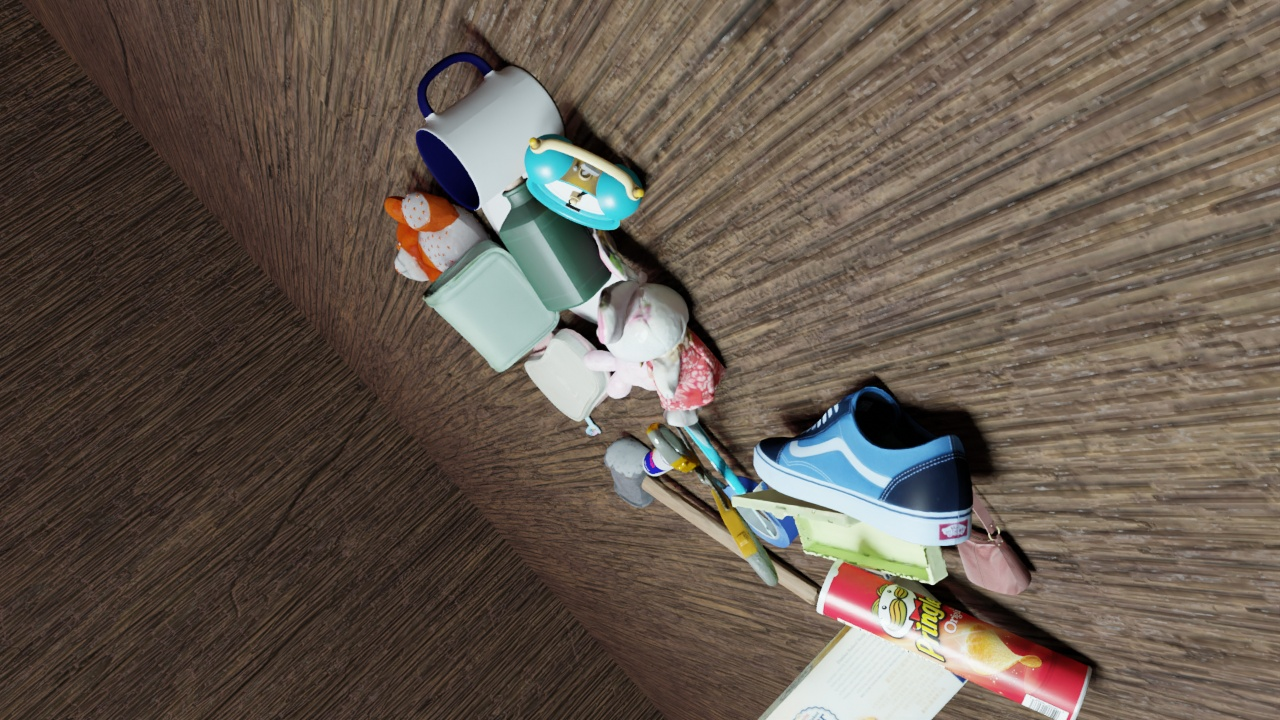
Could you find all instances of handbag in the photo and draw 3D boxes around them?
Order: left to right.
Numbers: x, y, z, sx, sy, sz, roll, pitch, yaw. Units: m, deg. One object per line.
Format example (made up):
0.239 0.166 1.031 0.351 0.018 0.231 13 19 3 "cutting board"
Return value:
-0.166 -0.064 1.032 0.122 0.106 0.067 48 179 -24 "handbag"
0.252 0.123 0.700 0.119 0.029 0.055 59 159 -16 "handbag"

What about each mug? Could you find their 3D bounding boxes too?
-0.134 -0.199 0.763 0.112 0.096 0.079 54 159 -19 "mug"

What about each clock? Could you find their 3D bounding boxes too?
-0.049 -0.143 0.748 0.099 0.043 0.130 25 168 -6 "clock"

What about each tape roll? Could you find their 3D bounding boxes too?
0.134 0.169 1.022 0.091 0.016 0.093 51 159 -12 "tape roll"

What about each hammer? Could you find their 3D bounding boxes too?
0.085 0.206 1.153 0.328 0.052 0.098 31 155 29 "hammer"

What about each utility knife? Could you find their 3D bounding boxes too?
0.096 0.123 0.982 0.162 0.015 0.022 52 163 11 "utility knife"

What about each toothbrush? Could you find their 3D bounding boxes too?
-0.092 0.048 1.248 0.022 0.016 0.155 -7 132 26 "toothbrush"

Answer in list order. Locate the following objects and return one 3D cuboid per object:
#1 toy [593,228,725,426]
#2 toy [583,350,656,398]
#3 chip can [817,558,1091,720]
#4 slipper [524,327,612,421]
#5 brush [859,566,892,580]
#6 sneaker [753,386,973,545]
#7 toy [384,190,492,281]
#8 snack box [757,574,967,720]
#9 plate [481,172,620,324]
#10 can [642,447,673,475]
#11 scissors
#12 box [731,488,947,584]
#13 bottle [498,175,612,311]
0.011 -0.020 0.822 0.194 0.084 0.158 56 -164 -35 "toy"
-0.006 0.005 0.935 0.110 0.047 0.063 -13 131 40 "toy"
0.260 0.234 0.776 0.215 0.051 0.052 20 149 25 "chip can"
-0.080 0.011 1.101 0.114 0.054 0.275 48 162 -3 "slipper"
0.232 0.206 0.904 0.151 0.012 0.039 56 158 -20 "brush"
0.169 0.064 0.717 0.241 0.083 0.098 -166 74 -67 "sneaker"
-0.247 -0.135 1.111 0.173 0.092 0.164 14 143 58 "toy"
0.210 0.303 0.845 0.104 0.208 0.057 43 178 11 "snack box"
-0.102 -0.126 0.949 0.242 0.016 0.243 40 158 19 "plate"
0.029 0.118 1.112 0.032 0.032 0.095 47 160 1 "can"
0.070 0.127 0.905 0.229 0.016 0.225 56 -173 26 "scissors"
0.177 0.141 0.822 0.127 0.066 0.188 30 165 -18 "box"
-0.087 -0.115 0.842 0.061 0.061 0.131 -9 121 44 "bottle"
